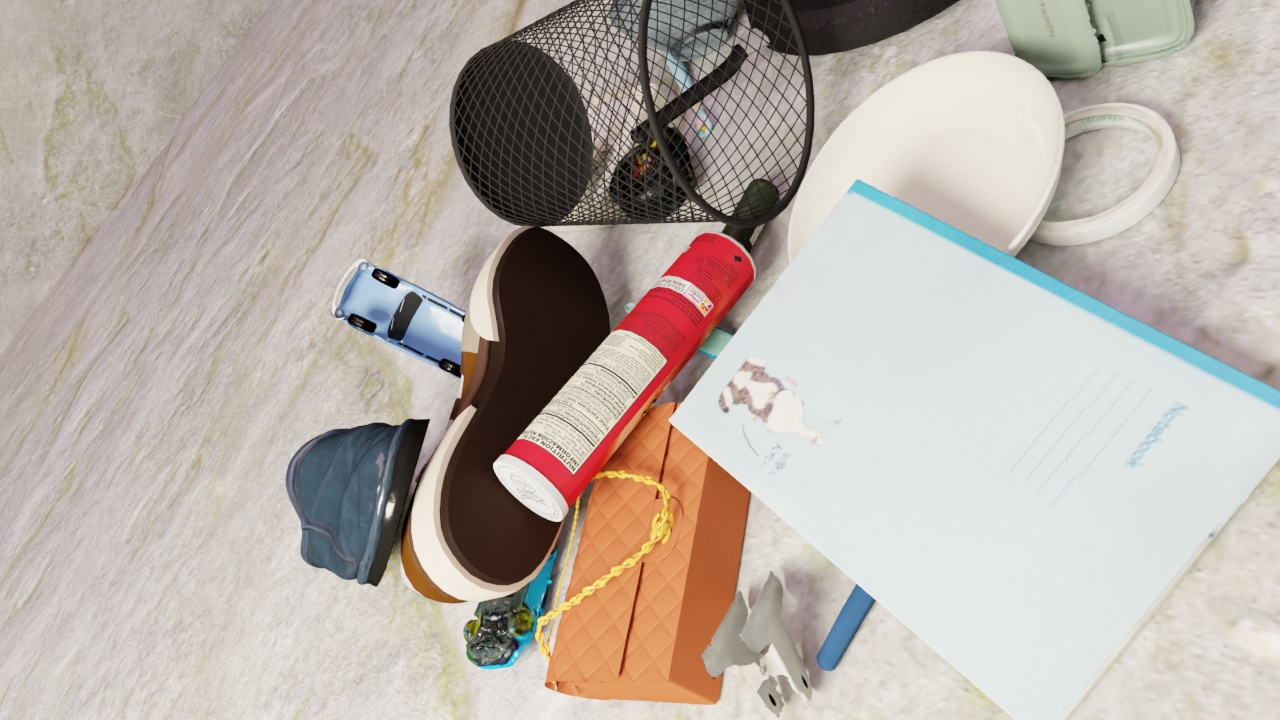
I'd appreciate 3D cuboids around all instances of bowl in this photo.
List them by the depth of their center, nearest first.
[{"bbox_3d":[0.045,-0.310,0.832,0.137,0.136,0.057,-22,85,30],"label":"bowl"}]

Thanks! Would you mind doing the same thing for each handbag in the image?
[{"bbox_3d":[0.257,-0.226,0.528,0.106,0.122,0.067,-1,60,40],"label":"handbag"},{"bbox_3d":[-0.001,0.109,0.549,0.109,0.060,0.171,-16,49,40],"label":"handbag"}]

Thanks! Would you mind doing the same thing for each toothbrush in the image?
[{"bbox_3d":[0.135,0.084,0.471,0.167,0.014,0.014,-57,28,-7],"label":"toothbrush"},{"bbox_3d":[0.030,-0.021,0.656,0.022,0.017,0.135,-53,38,-10],"label":"toothbrush"},{"bbox_3d":[0.041,-0.248,0.834,0.154,0.016,0.022,-105,23,-46],"label":"toothbrush"}]

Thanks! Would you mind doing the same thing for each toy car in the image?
[{"bbox_3d":[-0.081,0.154,0.607,0.048,0.032,0.105,-18,42,33],"label":"toy car"},{"bbox_3d":[-0.186,-0.030,0.783,0.056,0.153,0.055,-64,3,-4],"label":"toy car"}]

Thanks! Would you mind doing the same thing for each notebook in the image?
[{"bbox_3d":[0.148,0.028,0.459,0.181,0.009,0.253,-52,51,2],"label":"notebook"}]

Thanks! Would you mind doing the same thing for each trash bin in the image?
[{"bbox_3d":[-0.015,-0.177,0.655,0.211,0.184,0.183,0,59,42],"label":"trash bin"}]

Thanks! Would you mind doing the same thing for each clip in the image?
[{"bbox_3d":[0.055,0.151,0.462,0.052,0.101,0.059,-16,89,18],"label":"clip"}]

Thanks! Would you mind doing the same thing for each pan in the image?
[{"bbox_3d":[0.133,-0.291,0.735,0.356,0.034,0.225,-35,41,5],"label":"pan"}]

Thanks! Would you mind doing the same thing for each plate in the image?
[{"bbox_3d":[0.171,-0.099,0.556,0.183,0.034,0.182,-30,46,36],"label":"plate"}]

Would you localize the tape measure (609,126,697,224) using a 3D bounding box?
[{"bbox_3d":[0.011,-0.150,0.762,0.072,0.042,0.071,-28,51,18],"label":"tape measure"}]

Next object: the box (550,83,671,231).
[{"bbox_3d":[-0.068,-0.190,0.867,0.185,0.044,0.143,2,61,45],"label":"box"}]

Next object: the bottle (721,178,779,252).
[{"bbox_3d":[0.068,-0.085,0.666,0.025,0.025,0.106,14,69,48],"label":"bottle"}]

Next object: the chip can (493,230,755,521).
[{"bbox_3d":[-0.003,0.003,0.580,0.052,0.052,0.214,8,49,47],"label":"chip can"}]

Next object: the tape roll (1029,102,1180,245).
[{"bbox_3d":[0.251,-0.106,0.519,0.093,0.013,0.092,-25,45,27],"label":"tape roll"}]

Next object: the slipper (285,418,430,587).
[{"bbox_3d":[-0.211,0.097,0.647,0.266,0.083,0.108,147,140,-64],"label":"slipper"}]

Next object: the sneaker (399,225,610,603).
[{"bbox_3d":[-0.103,0.037,0.649,0.117,0.111,0.293,-30,41,40],"label":"sneaker"}]
